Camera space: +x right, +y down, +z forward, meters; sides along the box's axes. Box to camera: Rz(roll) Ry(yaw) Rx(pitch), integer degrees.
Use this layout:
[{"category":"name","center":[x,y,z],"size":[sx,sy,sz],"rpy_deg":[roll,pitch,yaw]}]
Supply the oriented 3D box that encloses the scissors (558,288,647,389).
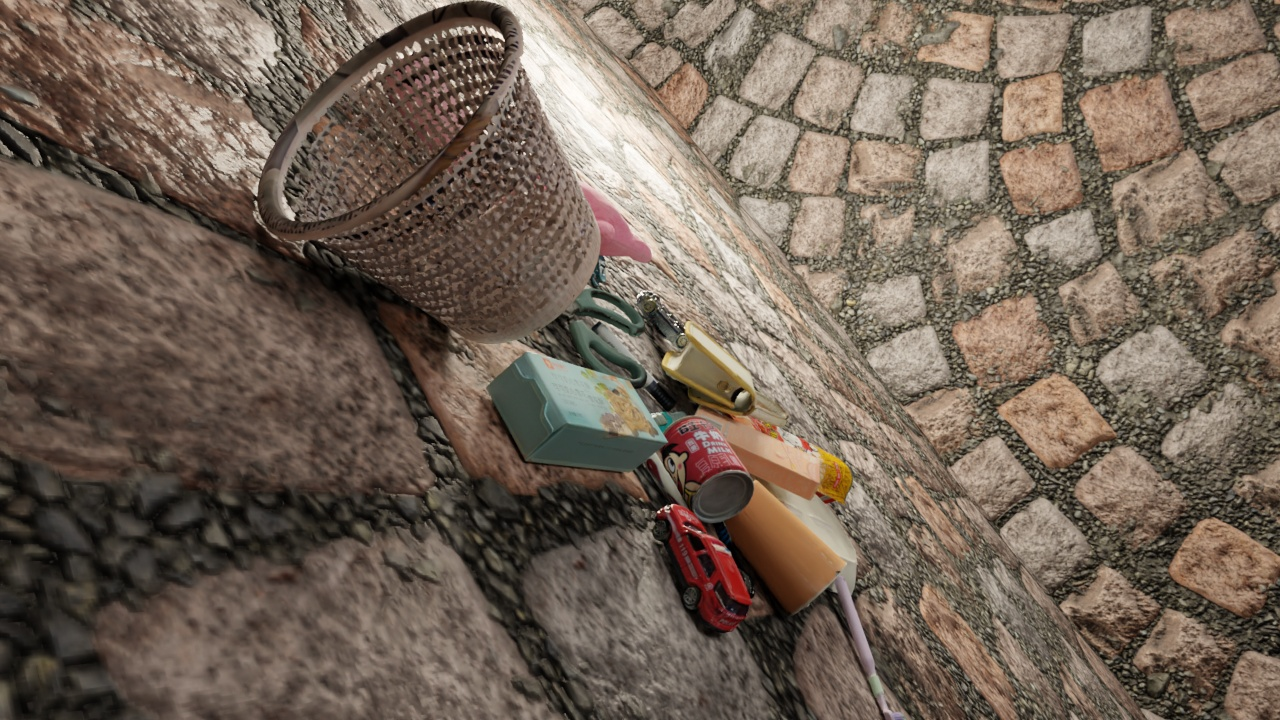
[{"category":"scissors","center":[-0.052,-0.028,0.980],"size":[0.177,0.019,0.169],"rpy_deg":[15,46,-42]}]

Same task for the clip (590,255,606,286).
[{"category":"clip","center":[-0.055,-0.114,1.180],"size":[0.014,0.048,0.057],"rpy_deg":[39,23,-32]}]

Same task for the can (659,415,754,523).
[{"category":"can","center":[0.062,0.105,0.903],"size":[0.066,0.066,0.093],"rpy_deg":[35,15,-39]}]

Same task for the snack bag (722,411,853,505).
[{"category":"snack bag","center":[0.183,0.120,1.206],"size":[0.207,0.073,0.128],"rpy_deg":[33,16,-29]}]

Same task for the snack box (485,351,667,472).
[{"category":"snack box","center":[-0.049,0.048,0.783],"size":[0.074,0.052,0.174],"rpy_deg":[58,18,24]}]

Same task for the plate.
[{"category":"plate","center":[0.186,0.192,1.092],"size":[0.265,0.034,0.162],"rpy_deg":[31,24,-45]}]

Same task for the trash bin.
[{"category":"trash bin","center":[-0.138,-0.124,0.703],"size":[0.192,0.228,0.227],"rpy_deg":[50,12,-45]}]

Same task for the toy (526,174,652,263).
[{"category":"toy","center":[-0.086,-0.191,1.166],"size":[0.194,0.075,0.178],"rpy_deg":[41,13,35]}]

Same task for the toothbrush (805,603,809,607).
[{"category":"toothbrush","center":[0.120,0.186,0.969],"size":[0.016,0.016,0.180],"rpy_deg":[-30,79,-43]}]

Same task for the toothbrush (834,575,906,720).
[{"category":"toothbrush","center":[0.243,0.309,0.991],"size":[0.029,0.021,0.189],"rpy_deg":[46,19,-36]}]

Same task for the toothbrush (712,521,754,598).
[{"category":"toothbrush","center":[0.078,0.165,0.888],"size":[0.016,0.014,0.189],"rpy_deg":[34,16,-25]}]

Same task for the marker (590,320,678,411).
[{"category":"marker","center":[-0.006,0.006,1.037],"size":[0.130,0.023,0.018],"rpy_deg":[47,16,-9]}]

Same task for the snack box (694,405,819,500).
[{"category":"snack box","center":[0.129,0.103,1.051],"size":[0.157,0.026,0.084],"rpy_deg":[25,16,5]}]

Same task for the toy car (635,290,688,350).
[{"category":"toy car","center":[0.033,-0.051,1.241],"size":[0.105,0.031,0.048],"rpy_deg":[46,17,-3]}]

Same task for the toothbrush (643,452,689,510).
[{"category":"toothbrush","center":[0.044,0.153,0.855],"size":[0.017,0.016,0.187],"rpy_deg":[4,47,-54]}]

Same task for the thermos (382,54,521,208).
[{"category":"thermos","center":[-0.211,-0.240,1.002],"size":[0.087,0.067,0.198],"rpy_deg":[-25,74,-40]}]

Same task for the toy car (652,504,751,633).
[{"category":"toy car","center":[0.053,0.173,0.785],"size":[0.053,0.045,0.120],"rpy_deg":[31,23,-50]}]

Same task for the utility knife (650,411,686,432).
[{"category":"utility knife","center":[0.018,0.066,0.981],"size":[0.029,0.013,0.209],"rpy_deg":[58,18,10]}]

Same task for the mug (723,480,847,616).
[{"category":"mug","center":[0.137,0.185,0.926],"size":[0.123,0.078,0.078],"rpy_deg":[47,16,12]}]

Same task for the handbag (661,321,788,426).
[{"category":"handbag","center":[0.109,0.034,1.143],"size":[0.179,0.063,0.163],"rpy_deg":[38,10,-3]}]
